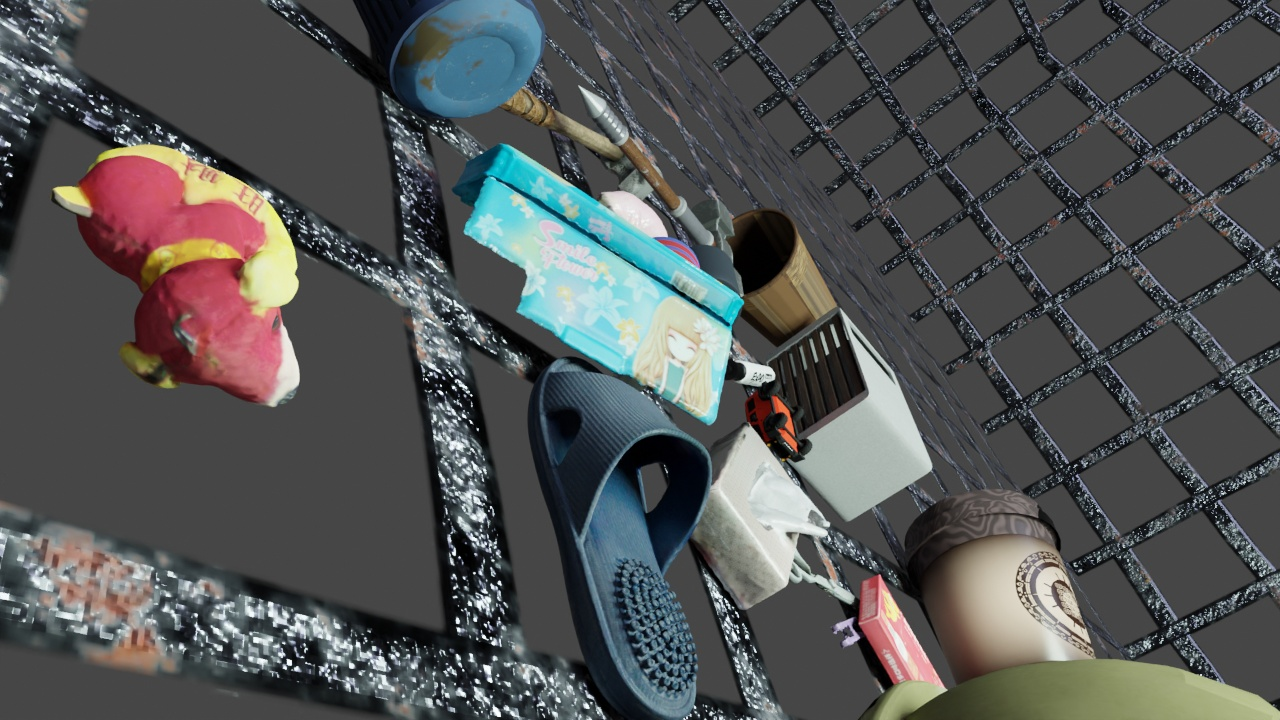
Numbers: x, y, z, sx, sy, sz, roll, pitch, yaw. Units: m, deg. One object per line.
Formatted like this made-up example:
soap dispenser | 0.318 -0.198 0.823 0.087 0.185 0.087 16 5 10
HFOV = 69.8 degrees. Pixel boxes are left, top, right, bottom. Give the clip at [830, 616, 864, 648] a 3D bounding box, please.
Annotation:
clip | 0.181 0.238 0.791 0.053 0.013 0.037 27 31 -46

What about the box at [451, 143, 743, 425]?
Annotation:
box | -0.026 -0.068 0.674 0.227 0.084 0.172 30 21 -24

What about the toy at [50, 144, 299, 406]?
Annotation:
toy | -0.185 -0.045 0.376 0.105 0.067 0.137 24 26 -47

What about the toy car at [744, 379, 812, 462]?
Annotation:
toy car | 0.136 0.064 0.928 0.051 0.049 0.100 45 21 -23

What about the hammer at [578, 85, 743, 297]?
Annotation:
hammer | 0.022 -0.193 1.016 0.322 0.043 0.155 42 35 -47

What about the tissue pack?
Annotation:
tissue pack | 0.094 0.115 0.730 0.104 0.071 0.181 52 16 1

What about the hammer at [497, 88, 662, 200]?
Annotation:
hammer | -0.086 -0.255 0.986 0.121 0.049 0.318 57 22 19

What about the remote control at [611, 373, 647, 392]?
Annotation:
remote control | -0.004 0.004 0.728 0.018 0.038 0.125 50 20 -9

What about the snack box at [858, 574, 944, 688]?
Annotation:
snack box | 0.239 0.270 0.827 0.133 0.021 0.089 60 19 -2

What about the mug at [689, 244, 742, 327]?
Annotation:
mug | 0.053 -0.080 0.973 0.105 0.071 0.077 18 30 -13

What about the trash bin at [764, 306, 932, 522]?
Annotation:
trash bin | 0.231 0.055 1.060 0.114 0.115 0.228 46 21 -18

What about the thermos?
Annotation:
thermos | 0.392 0.277 0.987 0.172 0.173 0.225 40 29 -31

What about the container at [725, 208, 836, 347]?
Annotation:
container | 0.176 -0.093 1.183 0.167 0.132 0.132 42 22 -44

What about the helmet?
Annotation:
helmet | 0.161 0.236 0.351 0.232 0.256 0.250 63 20 16

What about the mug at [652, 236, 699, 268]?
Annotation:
mug | 0.002 -0.071 0.842 0.112 0.075 0.076 20 28 -11

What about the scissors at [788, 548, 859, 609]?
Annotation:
scissors | 0.160 0.200 0.804 0.171 0.014 0.090 44 19 -15

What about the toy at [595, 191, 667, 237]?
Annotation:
toy | -0.005 -0.138 0.949 0.099 0.053 0.095 49 18 -9

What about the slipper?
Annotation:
slipper | -0.002 0.079 0.546 0.101 0.083 0.263 34 27 -37

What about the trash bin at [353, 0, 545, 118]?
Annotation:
trash bin | -0.180 -0.325 0.749 0.139 0.139 0.249 14 45 -61

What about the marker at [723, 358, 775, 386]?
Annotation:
marker | 0.116 0.014 1.004 0.025 0.025 0.125 60 21 19
